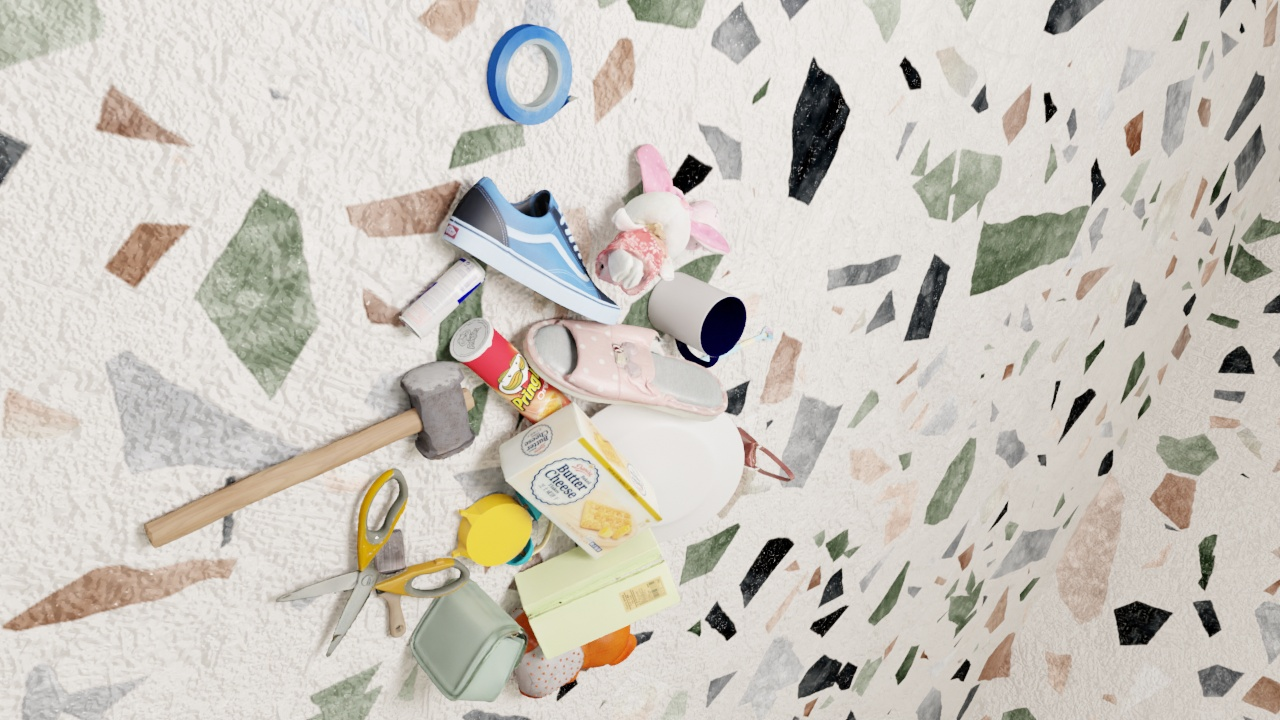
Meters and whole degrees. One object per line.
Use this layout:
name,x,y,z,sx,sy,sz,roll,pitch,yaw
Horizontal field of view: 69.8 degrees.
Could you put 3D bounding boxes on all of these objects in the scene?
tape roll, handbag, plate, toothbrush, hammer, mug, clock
tape roll,-0.109,-0.281,0.906,0.091,0.016,0.093,-37,132,-23
handbag,0.175,0.143,1.323,0.029,0.120,0.055,-21,125,-34
handbag,-0.198,0.330,1.076,0.067,0.122,0.106,30,90,-47
plate,0.017,0.146,1.169,0.242,0.016,0.243,-5,121,-9
toothbrush,0.128,-0.015,1.270,0.154,0.016,0.022,-23,93,-34
hammer,-0.314,0.098,0.904,0.327,0.052,0.098,-24,126,-28
mug,0.070,-0.043,1.141,0.078,0.097,0.112,-24,127,-32
clock,-0.162,0.203,1.102,0.129,0.044,0.099,1,111,-36

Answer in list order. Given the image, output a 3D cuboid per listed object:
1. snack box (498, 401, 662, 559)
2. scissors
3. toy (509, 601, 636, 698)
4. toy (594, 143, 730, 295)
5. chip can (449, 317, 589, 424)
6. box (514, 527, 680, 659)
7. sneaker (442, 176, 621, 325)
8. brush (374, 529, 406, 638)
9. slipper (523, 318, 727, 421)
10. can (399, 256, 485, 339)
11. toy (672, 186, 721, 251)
snack box,-0.066,0.146,1.083,0.104,0.057,0.208,-30,134,8
scissors,-0.277,0.226,1.005,0.229,0.016,0.225,19,97,-43
toy,-0.092,0.372,1.230,0.172,0.093,0.164,-18,121,-21
toy,0.014,-0.140,1.006,0.159,0.084,0.193,51,44,-12
chip can,-0.128,0.033,1.032,0.051,0.052,0.215,-51,136,-9
box,-0.056,0.283,1.151,0.188,0.127,0.066,-21,166,-5
sneaker,-0.089,-0.116,0.967,0.241,0.083,0.098,29,91,-44
brush,-0.281,0.254,1.037,0.038,0.012,0.151,-17,121,-35
slipper,-0.006,0.006,1.058,0.274,0.114,0.055,15,134,-31
can,-0.199,-0.064,0.928,0.095,0.032,0.032,-46,135,-14
toy,0.061,-0.167,1.105,0.110,0.047,0.063,14,90,-41
